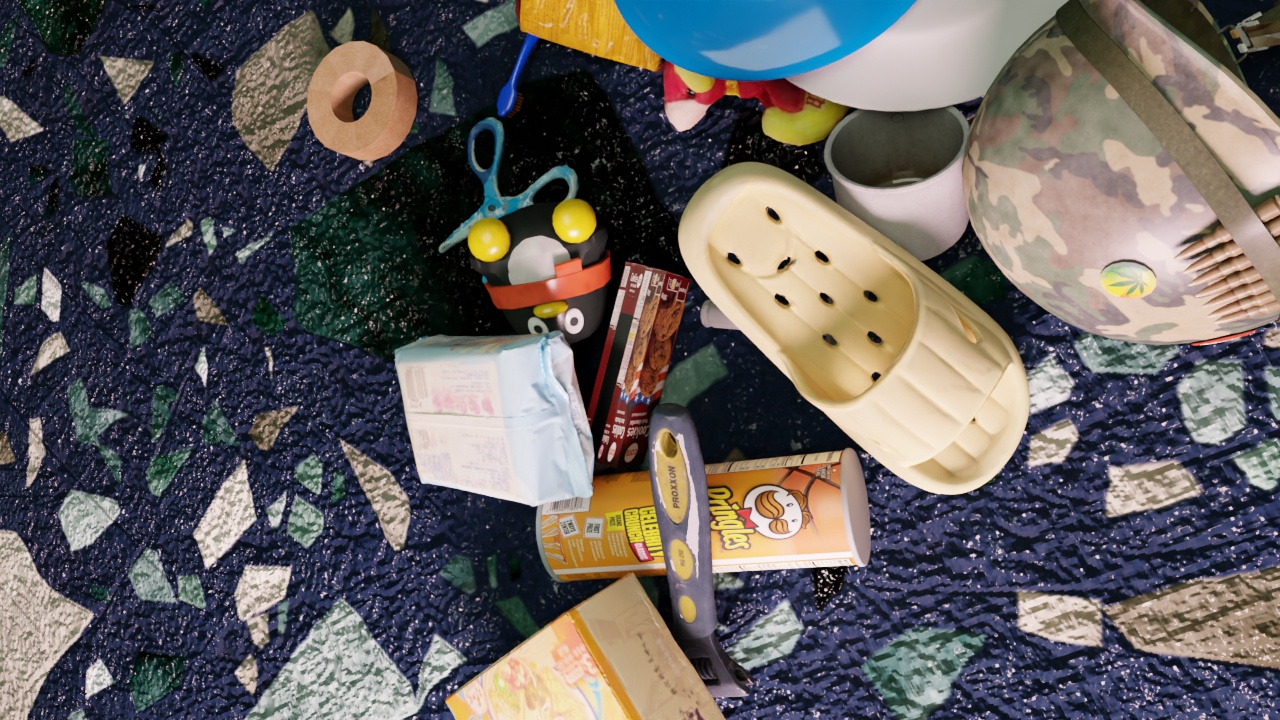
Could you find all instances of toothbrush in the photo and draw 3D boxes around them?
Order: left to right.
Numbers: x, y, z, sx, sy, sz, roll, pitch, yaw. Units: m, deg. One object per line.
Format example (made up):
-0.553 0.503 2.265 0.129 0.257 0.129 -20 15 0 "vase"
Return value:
-0.073 -0.276 0.719 0.016 0.018 0.182 25 95 21 "toothbrush"

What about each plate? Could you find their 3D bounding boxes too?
0.080 -0.283 0.571 0.225 0.024 0.224 -4 78 17 "plate"
0.169 -0.269 0.564 0.243 0.016 0.242 -4 78 16 "plate"

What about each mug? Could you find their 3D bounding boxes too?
0.163 -0.122 0.576 0.084 0.070 0.113 -2 52 20 "mug"

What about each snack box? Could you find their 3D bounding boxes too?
-0.032 0.247 0.623 0.145 0.080 0.196 57 134 12 "snack box"
-0.004 0.004 0.660 0.032 0.051 0.141 16 95 22 "snack box"

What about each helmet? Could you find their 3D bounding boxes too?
0.295 -0.109 0.460 0.224 0.192 0.237 33 129 -5 "helmet"

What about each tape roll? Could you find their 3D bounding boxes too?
-0.236 -0.219 0.776 0.094 0.027 0.094 -1 88 23 "tape roll"

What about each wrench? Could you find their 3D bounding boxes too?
0.032 0.145 0.590 0.073 0.022 0.274 7 122 24 "wrench"

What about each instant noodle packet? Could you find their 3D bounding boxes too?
-0.032 -0.273 0.661 0.135 0.039 0.099 21 129 13 "instant noodle packet"

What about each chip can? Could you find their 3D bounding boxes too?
0.041 0.108 0.626 0.215 0.075 0.075 -9 85 22 "chip can"

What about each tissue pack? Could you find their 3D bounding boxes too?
-0.102 0.037 0.653 0.182 0.069 0.112 0 102 47 "tissue pack"

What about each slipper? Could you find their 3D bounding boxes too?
0.135 -0.016 0.537 0.261 0.079 0.111 39 98 -9 "slipper"

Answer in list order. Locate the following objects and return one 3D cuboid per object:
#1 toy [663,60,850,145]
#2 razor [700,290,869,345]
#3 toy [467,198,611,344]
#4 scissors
0.083 -0.201 0.627 0.137 0.067 0.105 6 87 15 "toy"
0.096 -0.028 0.628 0.116 0.047 0.088 7 91 30 "razor"
-0.065 -0.056 0.667 0.097 0.099 0.119 -12 107 3 "toy"
-0.116 -0.134 0.734 0.134 0.012 0.134 -32 77 20 "scissors"
